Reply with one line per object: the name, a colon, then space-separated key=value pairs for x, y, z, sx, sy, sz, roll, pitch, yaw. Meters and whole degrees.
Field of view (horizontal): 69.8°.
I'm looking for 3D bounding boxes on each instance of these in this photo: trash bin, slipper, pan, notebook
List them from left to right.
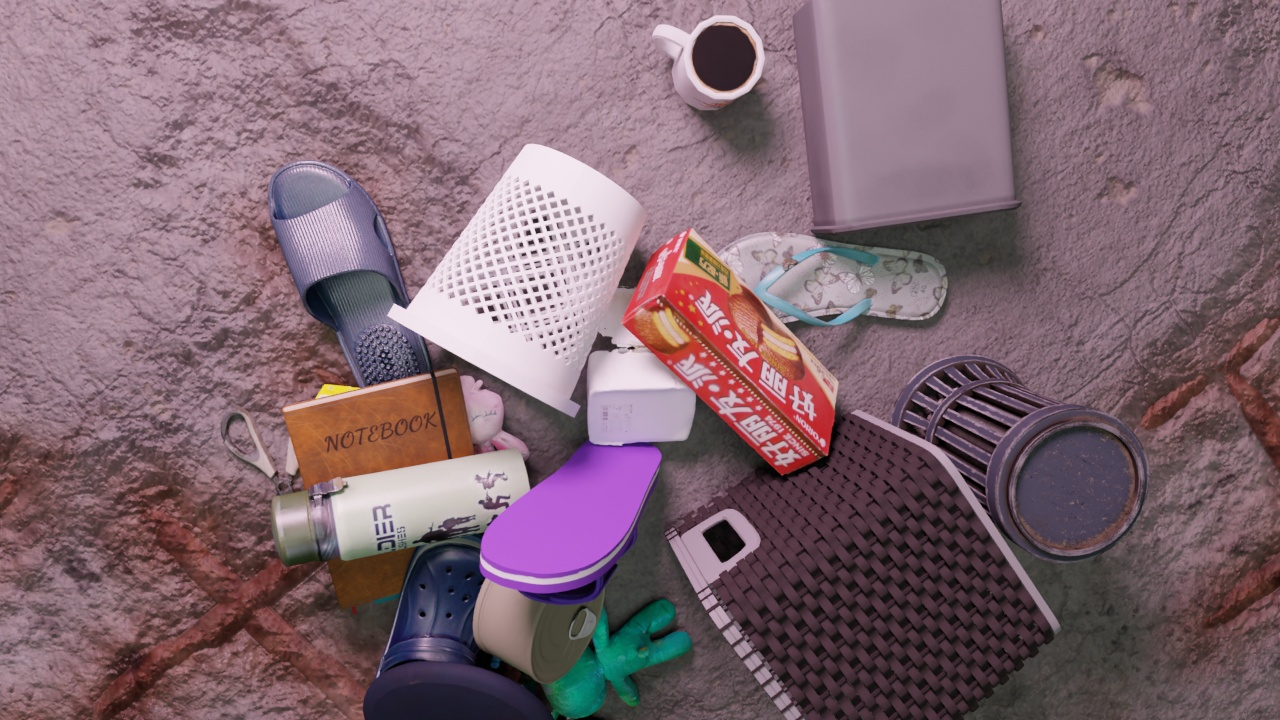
slipper: x=-0.279 y=-0.071 z=0.891 sx=0.101 sy=0.082 sz=0.263 roll=-24 pitch=101 yaw=-3
notebook: x=-0.232 y=0.135 z=0.913 sx=0.178 sy=0.014 sz=0.250 roll=-14 pitch=118 yaw=-16
slipper: x=-0.203 y=0.289 z=0.932 sx=0.105 sy=0.095 sz=0.253 roll=16 pitch=110 yaw=-20
pan: x=-0.146 y=0.428 z=0.958 sx=0.199 sy=0.021 sz=0.356 roll=-19 pitch=122 yaw=21
trash bin: x=-0.100 y=-0.081 z=0.862 sx=0.195 sy=0.195 sz=0.199 roll=29 pitch=86 yaw=-9
slipper: x=-0.056 y=0.163 z=0.867 sx=0.107 sy=0.265 sz=0.084 roll=15 pitch=114 yaw=15
slipper: x=0.192 y=-0.084 z=0.945 sx=0.268 sy=0.055 sz=0.098 roll=-1 pitch=97 yaw=-6
trash bin: x=0.258 y=-0.245 z=0.902 sx=0.192 sy=0.097 sz=0.220 roll=-8 pitch=99 yaw=-4
trash bin: x=0.364 y=0.093 z=0.898 sx=0.164 sy=0.227 sz=0.164 roll=-1 pitch=99 yaw=-5

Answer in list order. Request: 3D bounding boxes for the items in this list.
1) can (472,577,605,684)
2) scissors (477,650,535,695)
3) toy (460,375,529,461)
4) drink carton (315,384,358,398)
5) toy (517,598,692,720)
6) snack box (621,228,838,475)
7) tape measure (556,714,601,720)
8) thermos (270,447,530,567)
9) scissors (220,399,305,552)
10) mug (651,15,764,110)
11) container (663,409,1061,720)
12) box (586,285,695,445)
can: x=-0.101 y=0.250 z=0.926 sx=0.073 sy=0.127 sz=0.128 roll=17 pitch=99 yaw=28
scissors: x=-0.146 y=0.318 z=0.995 sx=0.124 sy=0.019 sz=0.156 roll=38 pitch=96 yaw=-6
toy: x=-0.164 y=0.067 z=0.941 sx=0.063 sy=0.047 sz=0.110 roll=-29 pitch=106 yaw=11
drink carton: x=-0.305 y=0.095 z=0.913 sx=0.043 sy=0.058 sz=0.135 roll=6 pitch=112 yaw=-6
toy: x=-0.039 y=0.326 z=0.984 sx=0.193 sy=0.072 sz=0.130 roll=-26 pitch=95 yaw=-9
snack box: x=0.094 y=-0.006 z=0.895 sx=0.236 sy=0.112 sz=0.060 roll=43 pitch=130 yaw=-18
tape measure: x=-0.074 y=0.421 z=1.008 sx=0.071 sy=0.042 sz=0.072 roll=29 pitch=98 yaw=-12
thermos: x=-0.223 y=0.136 z=0.861 sx=0.231 sy=0.082 sz=0.082 roll=-8 pitch=100 yaw=-18
scissors: x=-0.375 y=0.111 z=0.947 sx=0.162 sy=0.012 sz=0.158 roll=34 pitch=97 yaw=-9
mug: x=0.059 y=-0.290 z=0.879 sx=0.105 sy=0.089 sz=0.073 roll=25 pitch=96 yaw=-8
container: x=0.207 y=0.221 z=0.900 sx=0.243 sy=0.247 sz=0.245 roll=-36 pitch=100 yaw=-2
box: x=-0.005 y=-0.004 z=0.937 sx=0.108 sy=0.136 sz=0.129 roll=-3 pitch=139 yaw=-6
